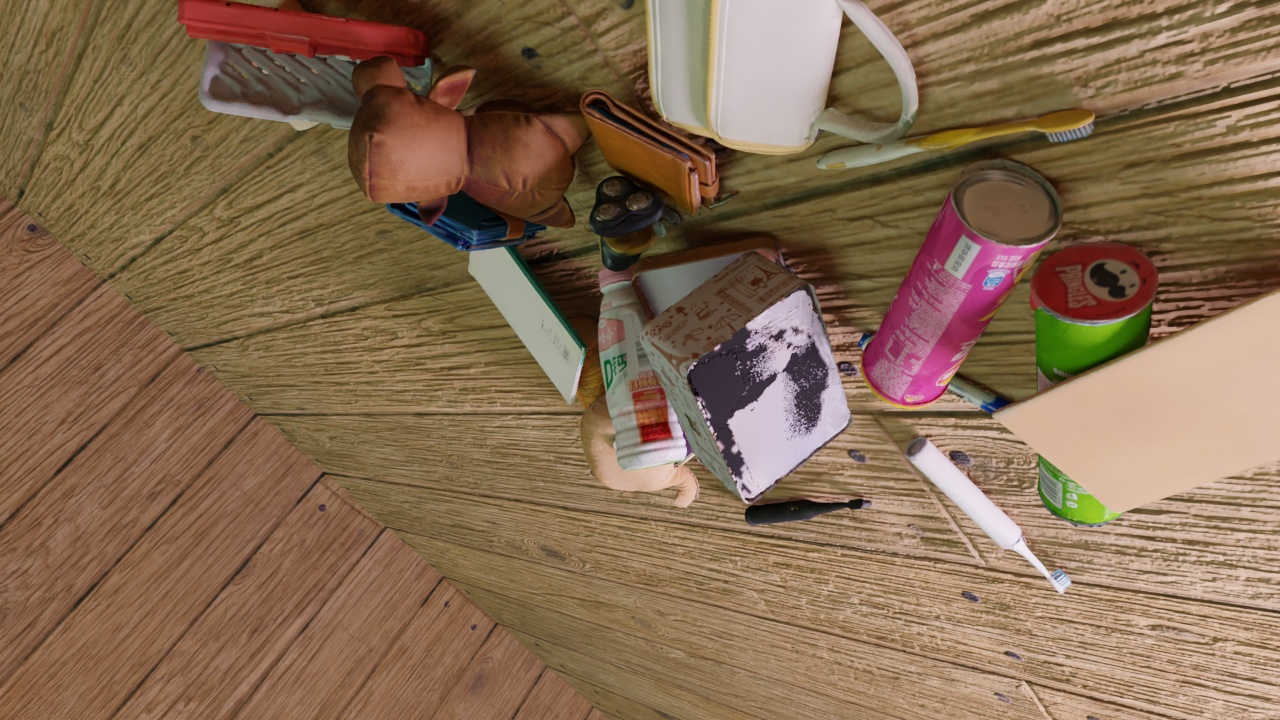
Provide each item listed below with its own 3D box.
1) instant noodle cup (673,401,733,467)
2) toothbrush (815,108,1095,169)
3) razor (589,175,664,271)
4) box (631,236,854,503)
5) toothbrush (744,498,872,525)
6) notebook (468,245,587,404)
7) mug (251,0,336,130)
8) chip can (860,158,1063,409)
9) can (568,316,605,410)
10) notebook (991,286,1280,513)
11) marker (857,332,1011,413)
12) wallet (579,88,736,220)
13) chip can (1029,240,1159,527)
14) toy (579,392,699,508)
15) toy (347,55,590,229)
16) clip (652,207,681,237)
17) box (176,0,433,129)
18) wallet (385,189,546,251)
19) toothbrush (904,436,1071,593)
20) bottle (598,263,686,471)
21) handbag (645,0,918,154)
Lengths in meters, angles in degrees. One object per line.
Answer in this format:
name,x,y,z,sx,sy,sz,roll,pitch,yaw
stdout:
instant noodle cup,0.042,0.040,0.959,0.099,0.111,0.112,44,153,3
toothbrush,0.193,-0.138,0.590,0.192,0.016,0.018,1,146,47
razor,-0.018,-0.113,0.805,0.167,0.062,0.067,122,127,-82
box,0.077,-0.011,0.804,0.168,0.150,0.182,39,160,49
toothbrush,0.194,0.176,1.082,0.027,0.026,0.213,9,164,-28
notebook,-0.128,-0.061,1.005,0.209,0.012,0.151,53,157,15
mug,-0.347,-0.294,0.900,0.115,0.081,0.106,27,158,50
chip can,0.218,-0.045,0.648,0.071,0.071,0.211,29,152,13
can,-0.055,0.016,1.076,0.058,0.058,0.146,19,149,31
notebook,0.355,0.030,0.574,0.147,0.008,0.208,33,137,-22
marker,0.250,0.015,0.765,0.146,0.016,0.017,28,152,15
wallet,0.015,-0.152,0.706,0.119,0.035,0.130,27,178,8
chip can,0.315,0.026,0.646,0.072,0.072,0.236,16,147,35
toy,0.004,0.108,1.091,0.143,0.082,0.226,-13,139,4
toy,-0.142,-0.178,0.775,0.199,0.130,0.140,8,140,-8
clip,0.009,-0.133,0.812,0.057,0.028,0.024,37,153,19
box,-0.286,-0.249,0.797,0.201,0.095,0.099,7,106,-2
wallet,-0.163,-0.142,0.885,0.106,0.132,0.040,28,114,17
toothbrush,0.335,0.152,0.875,0.221,0.026,0.026,42,-169,-12
bottle,-0.005,0.005,0.886,0.068,0.068,0.196,-29,70,61
handbag,0.090,-0.196,0.573,0.179,0.063,0.164,24,153,16
